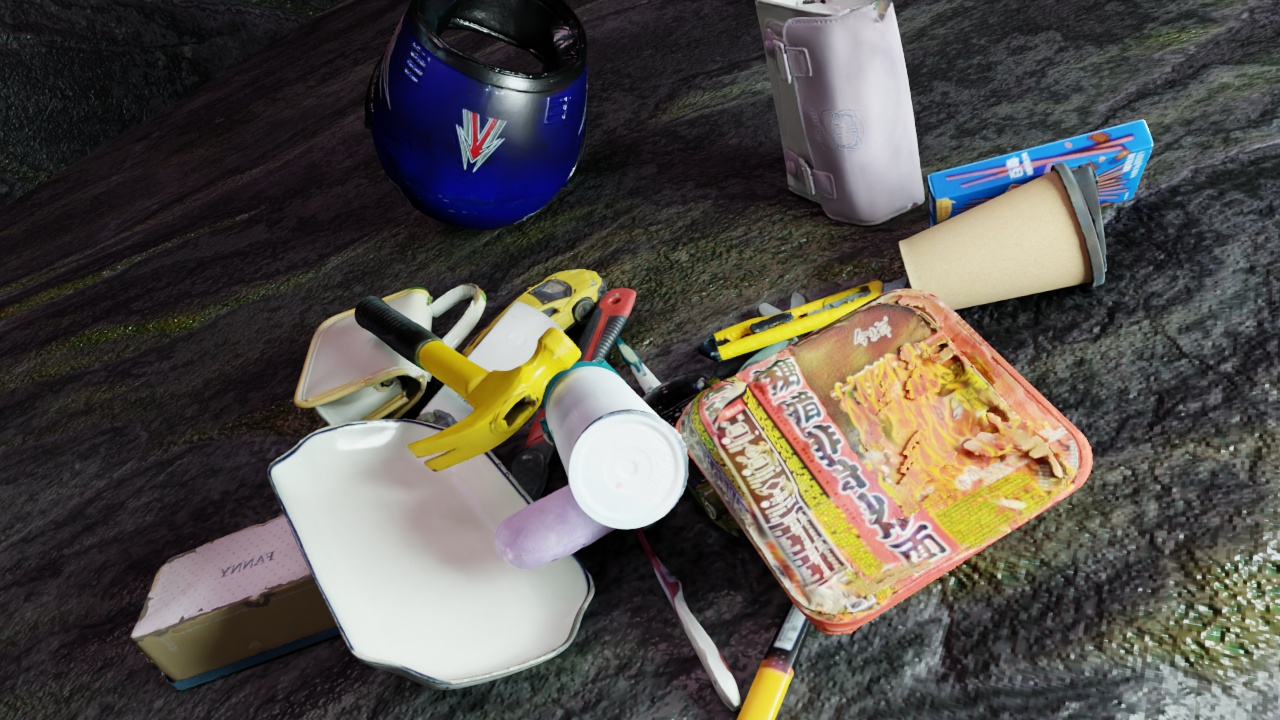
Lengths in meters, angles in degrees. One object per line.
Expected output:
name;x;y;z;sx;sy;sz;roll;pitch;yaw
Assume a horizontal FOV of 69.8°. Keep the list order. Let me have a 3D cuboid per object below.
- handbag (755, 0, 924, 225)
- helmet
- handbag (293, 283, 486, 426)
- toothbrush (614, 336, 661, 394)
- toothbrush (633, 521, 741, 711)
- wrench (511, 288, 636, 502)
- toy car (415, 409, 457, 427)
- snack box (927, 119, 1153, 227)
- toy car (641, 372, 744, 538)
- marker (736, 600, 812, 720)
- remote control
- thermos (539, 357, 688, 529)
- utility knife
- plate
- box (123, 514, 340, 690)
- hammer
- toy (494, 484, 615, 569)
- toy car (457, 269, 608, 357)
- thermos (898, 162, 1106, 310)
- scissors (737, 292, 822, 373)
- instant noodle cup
handbag;0.179;-0.236;0.832;0.098;0.197;0.145;-27;34;-11
helmet;-0.187;-0.292;1.071;0.247;0.241;0.314;14;41;-14
handbag;-0.224;-0.008;0.864;0.179;0.063;0.163;-23;33;6
toothbrush;-0.005;0.005;0.772;0.016;0.018;0.191;-27;37;-7
toothbrush;0.024;0.142;0.567;0.017;0.016;0.187;-18;33;-11
wrench;-0.064;0.033;0.747;0.056;0.016;0.272;5;48;30
toy car;-0.193;0.088;0.735;0.120;0.037;0.054;-33;59;-6
snack box;0.309;-0.137;0.723;0.157;0.084;0.026;-13;68;14
toy car;0.053;0.060;0.636;0.070;0.042;0.158;-29;39;-10
marker;0.081;0.161;0.510;0.018;0.015;0.123;4;40;31
remote control;-0.124;0.012;0.782;0.056;0.019;0.135;32;74;22
thermos;-0.028;0.046;0.604;0.073;0.073;0.224;-26;12;-6
utility knife;0.127;-0.035;0.716;0.174;0.015;0.033;-19;35;4
plate;-0.144;0.122;0.610;0.161;0.034;0.266;-8;33;-36
box;-0.276;0.167;0.664;0.184;0.062;0.089;-21;33;6
hammer;-0.166;-0.004;0.728;0.128;0.033;0.301;-47;36;-13
toy;-0.049;0.103;0.602;0.084;0.039;0.107;4;22;44
toy car;-0.099;-0.035;0.841;0.155;0.041;0.071;-40;38;-10
thermos;0.269;-0.083;0.675;0.143;0.093;0.092;-18;34;20
scissors;0.113;0.001;0.705;0.169;0.019;0.177;-31;36;-11
instant noodle cup;0.136;0.057;0.533;0.188;0.079;0.164;-28;56;-8
